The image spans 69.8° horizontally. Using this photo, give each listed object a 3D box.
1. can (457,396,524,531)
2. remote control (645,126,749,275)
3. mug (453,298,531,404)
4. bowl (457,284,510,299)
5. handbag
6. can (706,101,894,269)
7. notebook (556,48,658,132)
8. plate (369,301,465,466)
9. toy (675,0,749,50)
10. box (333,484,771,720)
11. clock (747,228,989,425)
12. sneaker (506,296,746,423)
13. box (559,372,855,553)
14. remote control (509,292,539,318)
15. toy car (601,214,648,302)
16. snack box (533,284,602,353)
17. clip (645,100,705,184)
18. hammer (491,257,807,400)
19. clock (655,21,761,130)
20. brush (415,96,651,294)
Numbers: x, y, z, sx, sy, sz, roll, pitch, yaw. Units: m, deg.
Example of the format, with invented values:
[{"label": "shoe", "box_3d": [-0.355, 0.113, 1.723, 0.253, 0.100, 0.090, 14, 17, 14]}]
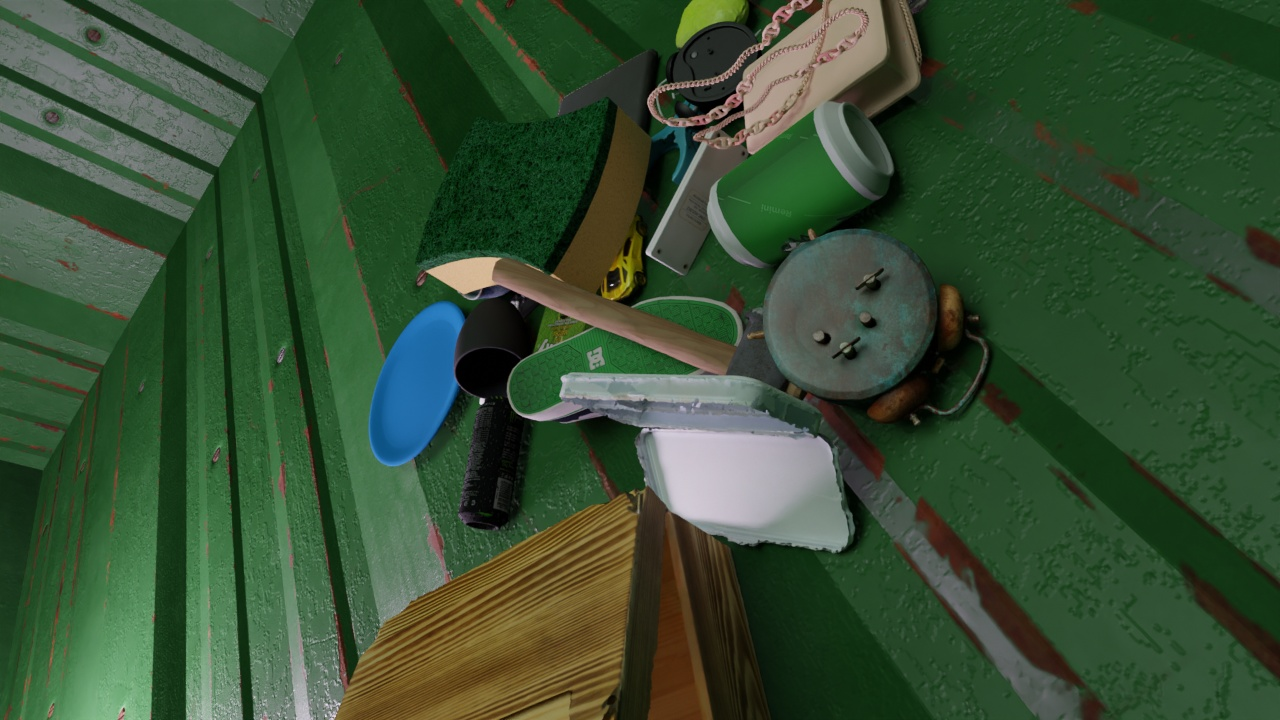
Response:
[{"label": "can", "box_3d": [-0.157, 0.110, 0.977, 0.054, 0.054, 0.137, -17, 57, 44]}, {"label": "remote control", "box_3d": [0.055, -0.152, 0.877, 0.011, 0.050, 0.136, 31, 94, 52]}, {"label": "mug", "box_3d": [-0.169, -0.007, 1.047, 0.100, 0.085, 0.119, -95, 16, -47]}, {"label": "bowl", "box_3d": [-0.176, -0.119, 1.124, 0.111, 0.055, 0.110, -26, 52, 39]}, {"label": "handbag", "box_3d": [0.124, -0.267, 0.748, 0.199, 0.187, 0.116, -28, 57, 44]}, {"label": "can", "box_3d": [0.129, -0.142, 0.755, 0.140, 0.087, 0.087, -32, 48, 35]}, {"label": "notebook", "box_3d": [-0.054, -0.249, 1.080, 0.170, 0.029, 0.208, -14, 57, 43]}, {"label": "plate", "box_3d": [-0.282, 0.031, 1.190, 0.225, 0.024, 0.224, -27, 51, 38]}, {"label": "toy", "box_3d": [0.085, -0.376, 0.972, 0.092, 0.046, 0.115, 13, 74, 51]}, {"label": "box", "box_3d": [-0.079, 0.236, 0.649, 0.280, 0.220, 0.258, -30, 46, 22]}, {"label": "clock", "box_3d": [0.162, -0.020, 0.640, 0.158, 0.073, 0.121, 30, 89, 23]}, {"label": "sneaker", "box_3d": [-0.005, 0.005, 0.853, 0.236, 0.079, 0.084, -18, 69, 23]}, {"label": "box", "box_3d": [0.051, 0.063, 0.690, 0.211, 0.186, 0.084, -3, 46, 50]}, {"label": "remote control", "box_3d": [-0.144, -0.067, 1.095, 0.125, 0.009, 0.046, -43, 43, 26]}, {"label": "toy car", "box_3d": [-0.019, -0.109, 0.957, 0.049, 0.030, 0.106, -24, 51, 41]}, {"label": "snack box", "box_3d": [-0.079, -0.016, 0.978, 0.080, 0.025, 0.147, -4, 67, 48]}, {"label": "clip", "box_3d": [0.033, -0.229, 0.969, 0.119, 0.033, 0.120, -19, 57, 47]}, {"label": "hammer", "box_3d": [-0.005, -0.030, 0.792, 0.329, 0.052, 0.098, 22, 87, 30]}, {"label": "clock", "box_3d": [0.070, -0.280, 0.911, 0.121, 0.042, 0.091, -22, 63, 20]}, {"label": "brush", "box_3d": [-0.120, -0.172, 1.000, 0.251, 0.075, 0.194, 7, 72, 43]}]
